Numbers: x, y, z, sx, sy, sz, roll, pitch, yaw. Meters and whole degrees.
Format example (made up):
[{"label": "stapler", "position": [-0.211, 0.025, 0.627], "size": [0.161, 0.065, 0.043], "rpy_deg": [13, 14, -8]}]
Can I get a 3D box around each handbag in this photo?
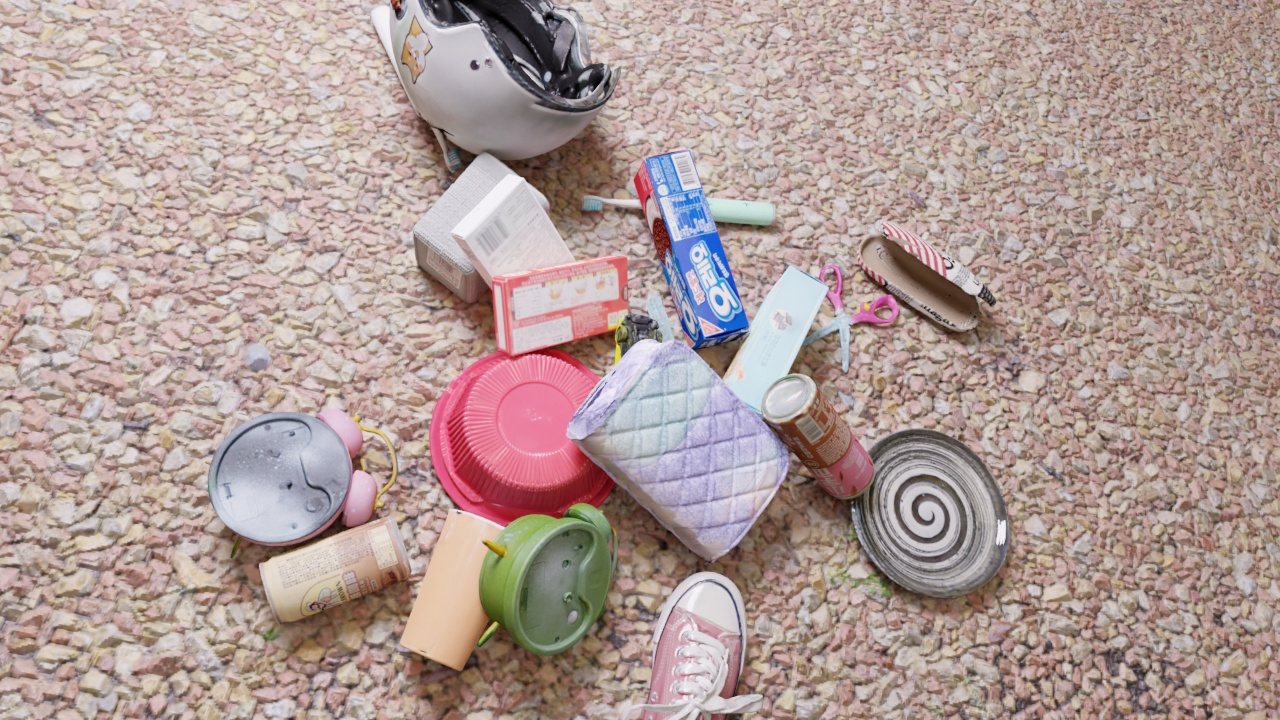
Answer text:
[{"label": "handbag", "position": [0.039, 0.081, 0.857], "size": [0.194, 0.076, 0.134], "rpy_deg": [45, 72, -20]}]

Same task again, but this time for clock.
[{"label": "clock", "position": [-0.072, 0.187, 0.802], "size": [0.161, 0.056, 0.116], "rpy_deg": [-5, 103, -49]}, {"label": "clock", "position": [-0.297, 0.104, 0.818], "size": [0.158, 0.060, 0.117], "rpy_deg": [-17, 72, -17]}]

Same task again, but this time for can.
[{"label": "can", "position": [-0.262, 0.181, 0.794], "size": [0.116, 0.059, 0.058], "rpy_deg": [-18, 73, -19]}, {"label": "can", "position": [0.175, 0.076, 0.898], "size": [0.147, 0.058, 0.057], "rpy_deg": [48, 58, -35]}]

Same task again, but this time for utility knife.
[{"label": "utility knife", "position": [0.044, 0.029, 0.950], "size": [0.031, 0.022, 0.220], "rpy_deg": [-12, 78, -18]}]

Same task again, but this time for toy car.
[{"label": "toy car", "position": [-0.006, 0.005, 0.938], "size": [0.048, 0.032, 0.105], "rpy_deg": [5, 80, -28]}]

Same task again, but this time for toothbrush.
[{"label": "toothbrush", "position": [-0.247, -0.300, 1.013], "size": [0.026, 0.026, 0.221], "rpy_deg": [-32, 74, 19]}, {"label": "toothbrush", "position": [0.044, -0.172, 1.029], "size": [0.224, 0.026, 0.027], "rpy_deg": [3, 73, -12]}]

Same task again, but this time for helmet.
[{"label": "helmet", "position": [-0.163, -0.313, 0.961], "size": [0.229, 0.157, 0.274], "rpy_deg": [-6, 53, -50]}]

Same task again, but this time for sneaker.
[{"label": "sneaker", "position": [0.043, 0.298, 0.801], "size": [0.118, 0.088, 0.240], "rpy_deg": [22, 66, -3]}]

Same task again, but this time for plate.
[{"label": "plate", "position": [0.298, 0.159, 0.955], "size": [0.179, 0.024, 0.179], "rpy_deg": [5, 67, -13]}]

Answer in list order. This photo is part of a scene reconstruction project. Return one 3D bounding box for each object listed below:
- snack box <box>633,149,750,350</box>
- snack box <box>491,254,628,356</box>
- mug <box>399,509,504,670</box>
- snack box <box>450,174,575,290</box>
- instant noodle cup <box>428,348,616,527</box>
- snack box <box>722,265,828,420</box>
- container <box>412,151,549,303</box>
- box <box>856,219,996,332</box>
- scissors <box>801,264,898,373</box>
[{"label": "snack box", "position": [0.053, -0.116, 0.973], "size": [0.057, 0.058, 0.207], "rpy_deg": [-16, 81, -17]}, {"label": "snack box", "position": [-0.075, -0.057, 0.905], "size": [0.152, 0.025, 0.075], "rpy_deg": [-17, 112, -40]}, {"label": "mug", "position": [-0.157, 0.202, 0.805], "size": [0.078, 0.078, 0.122], "rpy_deg": [23, 70, -3]}, {"label": "snack box", "position": [-0.112, -0.095, 0.897], "size": [0.027, 0.157, 0.084], "rpy_deg": [24, 66, 41]}, {"label": "instant noodle cup", "position": [-0.103, 0.065, 0.877], "size": [0.193, 0.066, 0.193], "rpy_deg": [5, 66, -11]}, {"label": "snack box", "position": [0.132, -0.010, 0.956], "size": [0.051, 0.074, 0.174], "rpy_deg": [29, 65, 0]}, {"label": "container", "position": [-0.165, -0.130, 0.931], "size": [0.090, 0.090, 0.114], "rpy_deg": [38, 68, 5]}, {"label": "box", "position": [0.322, -0.092, 1.055], "size": [0.163, 0.083, 0.075], "rpy_deg": [32, 24, 2]}, {"label": "scissors", "position": [0.226, -0.053, 1.030], "size": [0.133, 0.017, 0.130], "rpy_deg": [-27, 78, -18]}]
